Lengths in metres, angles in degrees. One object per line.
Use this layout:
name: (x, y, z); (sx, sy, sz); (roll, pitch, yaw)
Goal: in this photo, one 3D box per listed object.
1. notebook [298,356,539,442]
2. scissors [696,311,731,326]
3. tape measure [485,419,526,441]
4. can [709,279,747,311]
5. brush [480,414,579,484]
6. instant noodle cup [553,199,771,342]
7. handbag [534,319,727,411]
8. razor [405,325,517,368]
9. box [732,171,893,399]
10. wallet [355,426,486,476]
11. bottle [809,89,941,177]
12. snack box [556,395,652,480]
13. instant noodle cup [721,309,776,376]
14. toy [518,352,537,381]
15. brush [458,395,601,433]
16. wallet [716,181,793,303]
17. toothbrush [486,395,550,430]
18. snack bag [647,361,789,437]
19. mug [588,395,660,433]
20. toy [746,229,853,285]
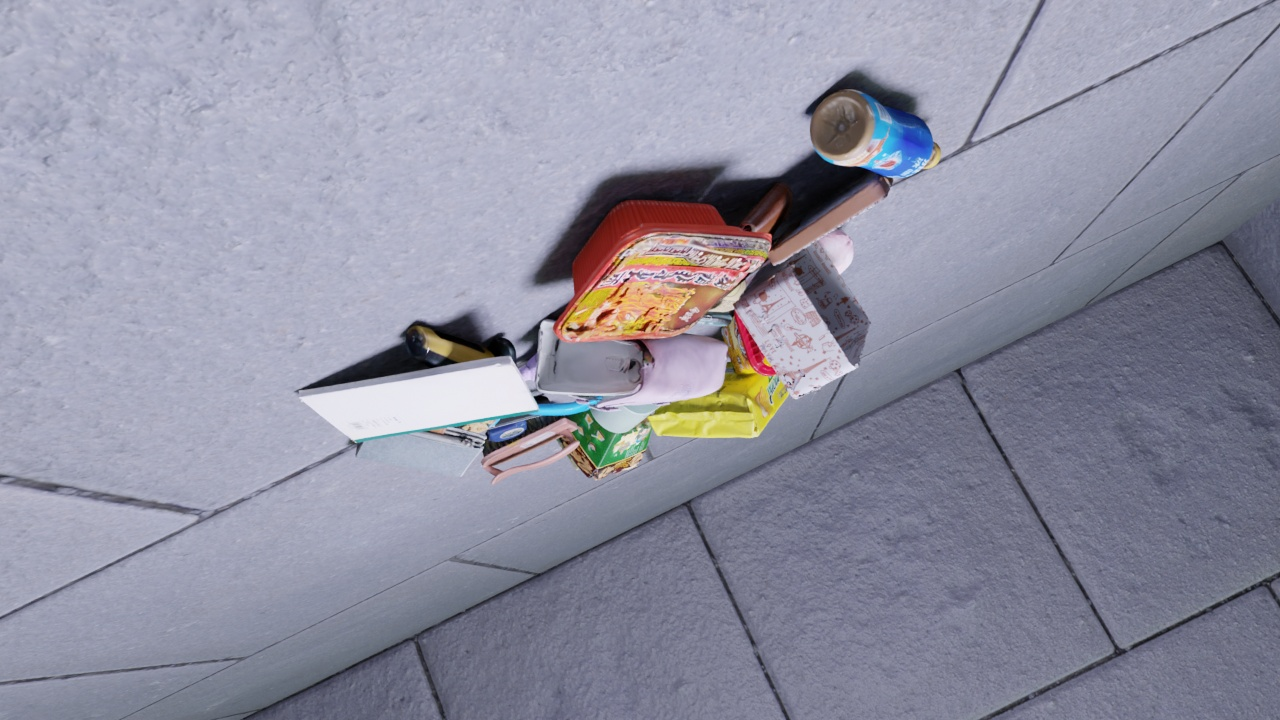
notebook: (-0.219, 0.044, 0.945); (0.209, 0.012, 0.150); (-10, 158, 1)
scissors: (0.018, -0.048, 1.059); (0.170, 0.019, 0.181); (1, 180, 3)
tape measure: (-0.185, 0.091, 1.261); (0.058, 0.025, 0.055); (-18, 165, -13)
can: (0.071, -0.086, 1.036); (0.059, 0.058, 0.116); (-34, 162, 27)
brush: (-0.161, 0.122, 1.310); (0.146, 0.073, 0.063); (-26, 165, 6)
instant noodle cup: (0.012, -0.087, 0.872); (0.164, 0.079, 0.189); (-2, 152, -33)
handbag: (-0.006, 0.006, 1.050); (0.145, 0.098, 0.196); (3, -179, 31)
razor: (-0.179, -0.005, 0.932); (0.067, 0.062, 0.167); (-58, 155, 1)
box: (0.218, -0.085, 0.997); (0.198, 0.157, 0.180); (-33, -175, 24)
wallet: (-0.256, 0.094, 1.071); (0.129, 0.037, 0.107); (16, 144, -23)
bottle: (0.238, -0.212, 0.887); (0.065, 0.065, 0.218); (-37, 162, 33)
snack box: (-0.047, 0.096, 1.368); (0.118, 0.117, 0.106); (-16, 150, -40)
instant noodle cup: (0.177, -0.034, 1.287); (0.116, 0.116, 0.124); (-15, 173, -19)
toy: (-0.100, 0.006, 1.096); (0.084, 0.039, 0.107); (-35, 164, 29)
brush: (-0.152, 0.065, 1.175); (0.254, 0.046, 0.083); (-4, 149, -41)
wallet: (0.107, -0.116, 0.943); (0.101, 0.032, 0.125); (-44, 168, -43)
toothbrush: (-0.211, 0.082, 1.188); (0.212, 0.026, 0.027); (-14, 149, -35)
snack bag: (0.127, 0.048, 1.370); (0.158, 0.068, 0.245); (-1, -165, 23)
mug: (-0.005, 0.033, 1.279); (0.107, 0.082, 0.111); (-43, -173, 44)
toy: (0.193, -0.112, 1.153); (0.160, 0.054, 0.121); (-32, 156, 17)
